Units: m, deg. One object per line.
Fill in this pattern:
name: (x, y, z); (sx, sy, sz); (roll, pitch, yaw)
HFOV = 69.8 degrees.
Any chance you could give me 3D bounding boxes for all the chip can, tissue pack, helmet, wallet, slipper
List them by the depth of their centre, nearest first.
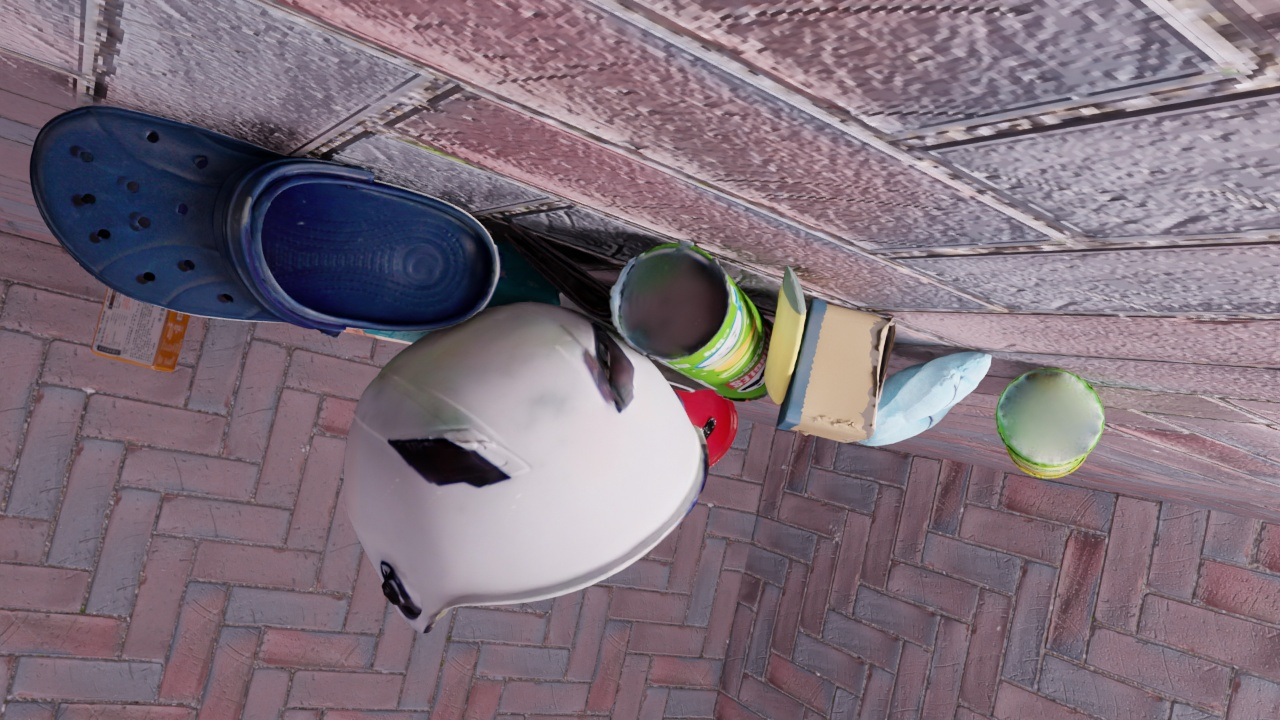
slipper: (-0.201, -0.065, 0.510); (0.252, 0.105, 0.095); (12, -176, -22)
helmet: (-0.087, 0.043, 0.585); (0.228, 0.146, 0.259); (-32, -165, -22)
wallet: (-0.033, -0.048, 0.617); (0.096, 0.020, 0.122); (40, -175, 17)
chip can: (0.049, -0.017, 0.620); (0.072, 0.072, 0.236); (12, 176, 18)
tissue pack: (-0.131, -0.049, 0.652); (0.133, 0.050, 0.093); (12, 143, -38)
chip can: (0.328, 0.055, 0.739); (0.073, 0.072, 0.221); (11, 175, 24)
helmet: (-0.016, 0.051, 1.104); (0.240, 0.206, 0.144); (-8, 138, 20)

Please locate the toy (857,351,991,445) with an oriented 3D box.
toy: (0.210, 0.032, 0.709); (0.161, 0.050, 0.157); (-26, 170, -37)

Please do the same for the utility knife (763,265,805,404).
utility knife: (0.089, -0.007, 0.586); (0.018, 0.031, 0.167); (-14, 155, -10)

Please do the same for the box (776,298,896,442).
box: (0.137, 0.013, 0.658); (0.062, 0.089, 0.184); (13, 174, 9)

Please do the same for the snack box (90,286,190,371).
snack box: (-0.419, -0.072, 0.792); (0.075, 0.153, 0.026); (12, 176, 19)

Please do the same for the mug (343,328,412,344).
mug: (-0.234, -0.064, 0.926); (0.106, 0.082, 0.114); (12, -157, -5)

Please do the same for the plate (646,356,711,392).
plate: (-0.005, 0.005, 0.812); (0.179, 0.024, 0.179); (12, 176, 1)

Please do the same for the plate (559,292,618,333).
plate: (-0.021, -0.031, 0.861); (0.205, 0.045, 0.205); (14, 176, 1)
